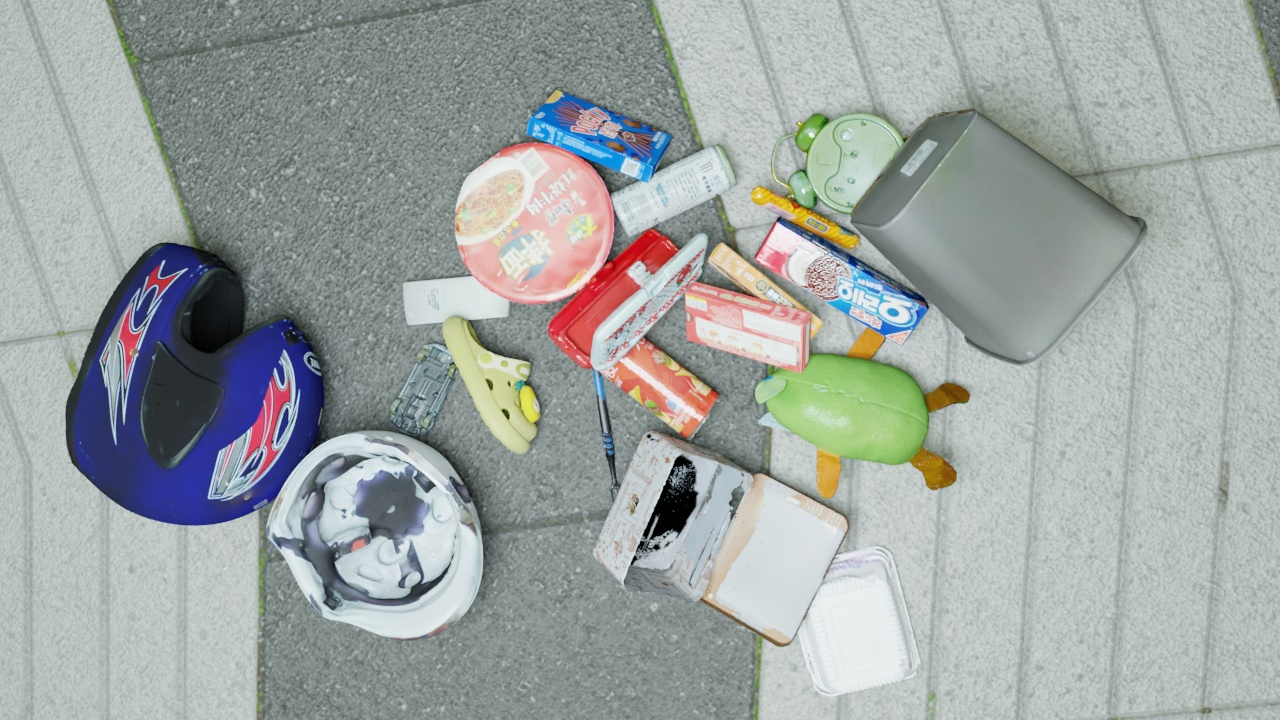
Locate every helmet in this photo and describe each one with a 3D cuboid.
[{"bbox_3d":[-0.303,0.200,1.119,0.229,0.145,0.258,-44,99,7],"label":"helmet"},{"bbox_3d":[-0.498,0.039,1.083,0.240,0.247,0.315,17,82,-6],"label":"helmet"}]

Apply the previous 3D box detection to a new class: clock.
[{"bbox_3d":[0.237,-0.232,1.092,0.161,0.056,0.116,9,93,4],"label":"clock"}]

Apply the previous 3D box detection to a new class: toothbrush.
[{"bbox_3d":[-0.042,0.095,1.156,0.014,0.016,0.189,-9,92,-3],"label":"toothbrush"}]

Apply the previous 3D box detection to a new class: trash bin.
[{"bbox_3d":[0.371,-0.143,0.995,0.219,0.199,0.199,37,96,-10],"label":"trash bin"}]

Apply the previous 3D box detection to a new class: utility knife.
[{"bbox_3d":[0.243,0.091,1.134,0.195,0.020,0.031,12,88,8],"label":"utility knife"}]

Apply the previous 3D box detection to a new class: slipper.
[{"bbox_3d":[-0.173,0.021,1.126,0.081,0.091,0.190,-29,89,1],"label":"slipper"}]

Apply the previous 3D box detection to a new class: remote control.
[{"bbox_3d":[-0.231,-0.077,1.158,0.135,0.019,0.056,-5,93,5],"label":"remote control"}]

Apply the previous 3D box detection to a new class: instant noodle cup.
[{"bbox_3d":[0.262,0.327,1.123,0.138,0.060,0.173,-15,91,6],"label":"instant noodle cup"},{"bbox_3d":[-0.125,-0.165,1.121,0.194,0.066,0.194,0,94,4],"label":"instant noodle cup"}]

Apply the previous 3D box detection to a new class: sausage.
[{"bbox_3d":[0.197,-0.169,1.091,0.165,0.021,0.021,22,95,-21],"label":"sausage"}]

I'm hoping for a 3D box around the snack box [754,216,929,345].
[{"bbox_3d":[0.240,-0.097,1.094,0.207,0.057,0.058,30,111,2],"label":"snack box"}]

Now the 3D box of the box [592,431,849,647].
[{"bbox_3d":[0.094,0.211,1.100,0.272,0.130,0.179,23,95,-7],"label":"box"}]

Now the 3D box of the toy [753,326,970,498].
[{"bbox_3d":[0.260,0.058,1.089,0.247,0.090,0.226,18,69,11],"label":"toy"}]

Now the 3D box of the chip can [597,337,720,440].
[{"bbox_3d":[-0.007,0.007,1.120,0.216,0.073,0.073,38,95,0],"label":"chip can"}]

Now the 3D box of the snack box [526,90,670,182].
[{"bbox_3d":[-0.048,-0.270,1.101,0.157,0.084,0.026,22,132,3],"label":"snack box"}]

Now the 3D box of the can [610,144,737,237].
[{"bbox_3d":[0.039,-0.205,1.108,0.147,0.058,0.058,-25,91,5],"label":"can"}]

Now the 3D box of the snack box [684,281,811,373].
[{"bbox_3d":[0.125,-0.040,1.082,0.153,0.025,0.075,17,137,26],"label":"snack box"}]

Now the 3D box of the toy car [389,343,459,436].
[{"bbox_3d":[-0.272,0.037,1.162,0.054,0.037,0.120,25,85,4],"label":"toy car"}]

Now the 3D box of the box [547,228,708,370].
[{"bbox_3d":[-0.007,-0.082,1.057,0.095,0.102,0.201,43,63,3],"label":"box"}]

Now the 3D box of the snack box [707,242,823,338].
[{"bbox_3d":[0.148,-0.083,1.098,0.154,0.075,0.026,38,93,2],"label":"snack box"}]
